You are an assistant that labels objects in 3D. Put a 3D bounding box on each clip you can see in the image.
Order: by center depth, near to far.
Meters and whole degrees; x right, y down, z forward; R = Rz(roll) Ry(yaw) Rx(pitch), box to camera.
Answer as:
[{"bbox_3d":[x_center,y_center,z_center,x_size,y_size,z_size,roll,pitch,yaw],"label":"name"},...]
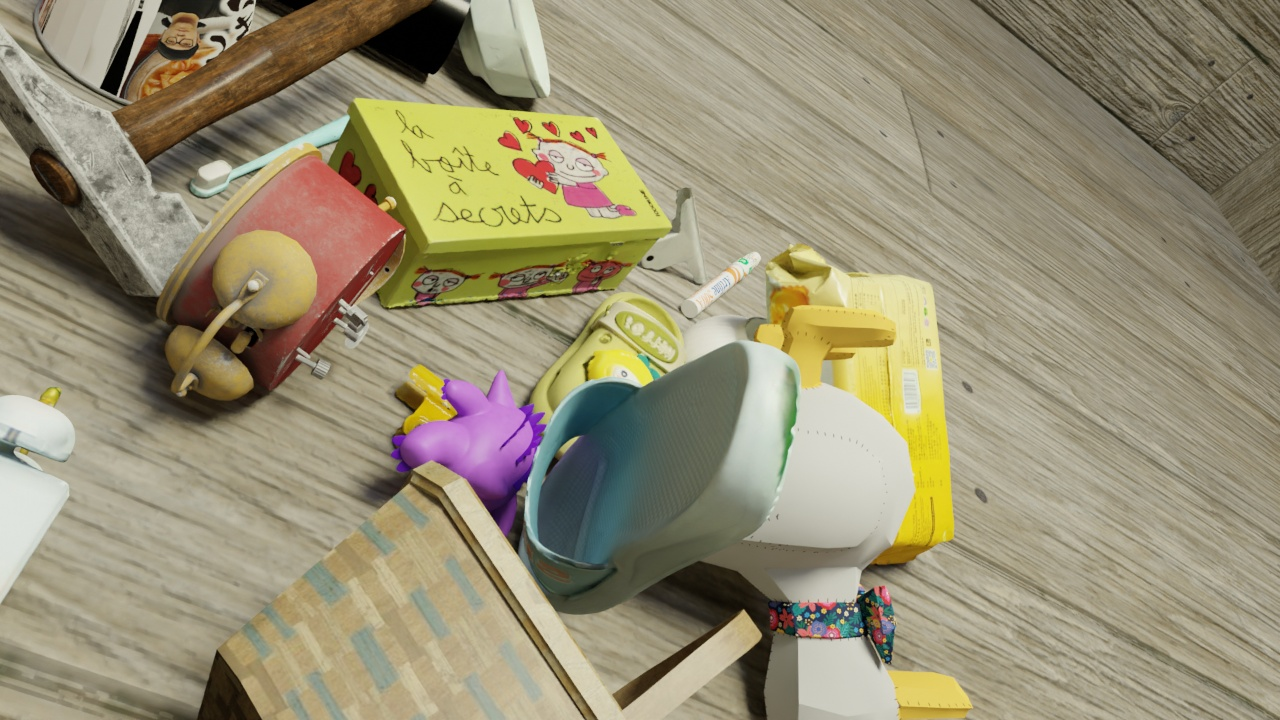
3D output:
[{"bbox_3d":[-0.125,0.036,0.537,0.054,0.044,0.049,39,73,-8],"label":"clip"},{"bbox_3d":[0.024,-0.105,0.780,0.056,0.102,0.046,-8,51,6],"label":"clip"}]

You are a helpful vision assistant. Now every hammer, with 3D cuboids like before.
[{"bbox_3d":[-0.219,-0.205,0.507,0.299,0.037,0.218,-51,132,-39],"label":"hammer"}]

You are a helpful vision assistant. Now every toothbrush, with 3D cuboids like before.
[{"bbox_3d":[-0.230,-0.145,0.617,0.016,0.017,0.180,41,36,-2],"label":"toothbrush"}]

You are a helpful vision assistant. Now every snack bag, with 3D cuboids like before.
[{"bbox_3d":[0.170,0.041,0.687,0.159,0.068,0.247,4,81,-44],"label":"snack bag"}]

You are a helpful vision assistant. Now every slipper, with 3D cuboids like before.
[{"bbox_3d":[-0.012,0.052,0.433,0.074,0.246,0.103,21,61,-18],"label":"slipper"},{"bbox_3d":[-0.004,0.004,0.626,0.091,0.082,0.190,40,35,-10],"label":"slipper"}]

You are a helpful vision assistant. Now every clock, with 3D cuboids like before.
[{"bbox_3d":[-0.253,0.057,0.343,0.057,0.083,0.117,32,42,-23],"label":"clock"},{"bbox_3d":[-0.180,-0.034,0.468,0.081,0.117,0.158,39,29,-11],"label":"clock"}]

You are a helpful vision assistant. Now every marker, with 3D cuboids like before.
[{"bbox_3d":[0.075,-0.070,0.822,0.017,0.017,0.145,46,37,4],"label":"marker"}]

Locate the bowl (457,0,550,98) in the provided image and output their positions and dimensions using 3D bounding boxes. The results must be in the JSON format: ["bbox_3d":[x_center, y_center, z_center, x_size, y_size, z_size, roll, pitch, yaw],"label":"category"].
[{"bbox_3d":[-0.122,-0.279,0.787,0.061,0.117,0.117,-11,49,5],"label":"bowl"}]

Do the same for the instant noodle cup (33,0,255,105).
[{"bbox_3d":[-0.289,-0.239,0.562,0.123,0.122,0.123,25,41,-23],"label":"instant noodle cup"}]

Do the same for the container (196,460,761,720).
[{"bbox_3d":[-0.037,0.168,0.376,0.185,0.158,0.250,-26,73,-40],"label":"container"}]

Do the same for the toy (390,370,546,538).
[{"bbox_3d":[-0.084,0.054,0.507,0.087,0.056,0.106,-56,137,-60],"label":"toy"}]

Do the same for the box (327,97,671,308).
[{"bbox_3d":[-0.097,-0.111,0.651,0.220,0.082,0.124,-7,60,-47],"label":"box"}]

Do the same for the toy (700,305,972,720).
[{"bbox_3d":[0.088,0.103,0.555,0.246,0.141,0.267,9,83,-6],"label":"toy"}]

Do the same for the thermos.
[{"bbox_3d":[-0.237,-0.304,0.704,0.198,0.086,0.086,20,43,-28],"label":"thermos"}]

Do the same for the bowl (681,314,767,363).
[{"bbox_3d":[0.086,0.007,0.718,0.118,0.062,0.117,24,41,-23],"label":"bowl"}]
